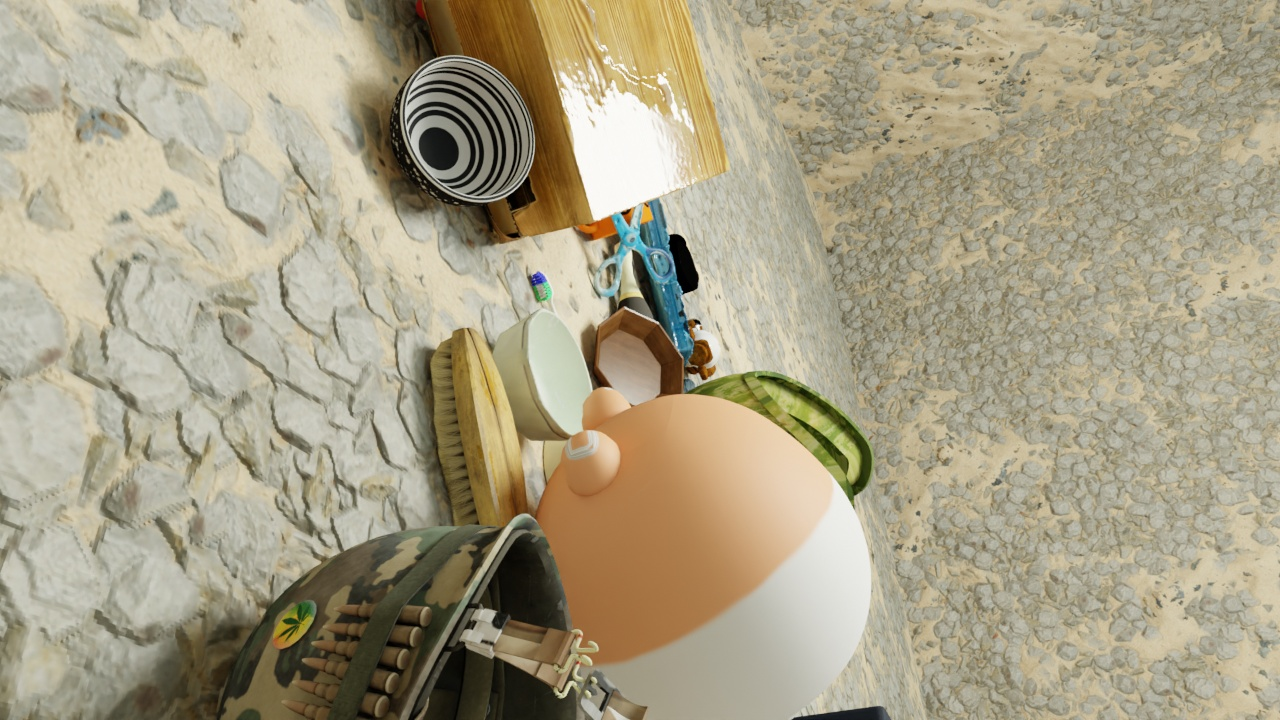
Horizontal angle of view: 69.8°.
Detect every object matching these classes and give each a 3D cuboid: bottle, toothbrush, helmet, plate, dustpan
[{"bbox_3d":[-0.009,-0.061,1.121,0.045,0.045,0.184,33,43,-61],"label":"bottle"},{"bbox_3d":[-0.073,-0.004,0.942,0.187,0.015,0.016,70,24,-10],"label":"toothbrush"},{"bbox_3d":[0.101,0.141,0.959,0.243,0.248,0.212,38,20,9],"label":"helmet"},{"bbox_3d":[-0.006,0.006,1.034,0.131,0.025,0.131,20,56,-33],"label":"plate"},{"bbox_3d":[0.103,0.362,0.781,0.080,0.237,0.273,-84,150,-46],"label":"dustpan"},{"bbox_3d":[-0.080,0.180,0.429,0.223,0.236,0.193,-89,168,-50],"label":"helmet"}]

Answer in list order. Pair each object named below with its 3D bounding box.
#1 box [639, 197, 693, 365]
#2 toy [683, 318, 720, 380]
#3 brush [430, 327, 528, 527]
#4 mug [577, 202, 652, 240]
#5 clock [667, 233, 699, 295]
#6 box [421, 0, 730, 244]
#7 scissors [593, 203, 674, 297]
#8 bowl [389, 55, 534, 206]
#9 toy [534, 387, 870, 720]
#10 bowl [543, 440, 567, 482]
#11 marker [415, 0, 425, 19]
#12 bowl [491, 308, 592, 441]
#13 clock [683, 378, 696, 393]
[{"bbox_3d":[0.027,-0.104,1.225,0.175,0.033,0.231,95,-18,-79],"label":"box"},{"bbox_3d":[0.079,-0.014,1.281,0.112,0.067,0.087,-42,113,-75],"label":"toy"},{"bbox_3d":[-0.122,0.071,0.698,0.059,0.043,0.195,13,63,-69],"label":"brush"},{"bbox_3d":[-0.049,-0.199,1.107,0.112,0.078,0.096,-25,99,-39],"label":"mug"},{"bbox_3d":[0.054,-0.140,1.367,0.120,0.043,0.091,-55,125,-66],"label":"clock"},{"bbox_3d":[-0.095,-0.271,0.900,0.257,0.221,0.279,-31,111,-47],"label":"box"},{"bbox_3d":[-0.003,-0.137,1.091,0.012,0.127,0.137,32,-69,61],"label":"scissors"},{"bbox_3d":[-0.157,-0.184,0.766,0.120,0.066,0.120,5,82,-37],"label":"bowl"},{"bbox_3d":[0.034,0.155,0.722,0.281,0.266,0.262,56,11,-9],"label":"toy"},{"bbox_3d":[-0.031,0.105,0.875,0.117,0.074,0.118,-17,90,-71],"label":"bowl"},{"bbox_3d":[-0.184,-0.347,0.919,0.023,0.021,0.144,42,21,1],"label":"marker"},{"bbox_3d":[-0.093,0.019,0.796,0.117,0.061,0.117,-16,90,-71],"label":"bowl"},{"bbox_3d":[0.059,0.081,1.179,0.129,0.052,0.090,59,23,-33],"label":"clock"}]
